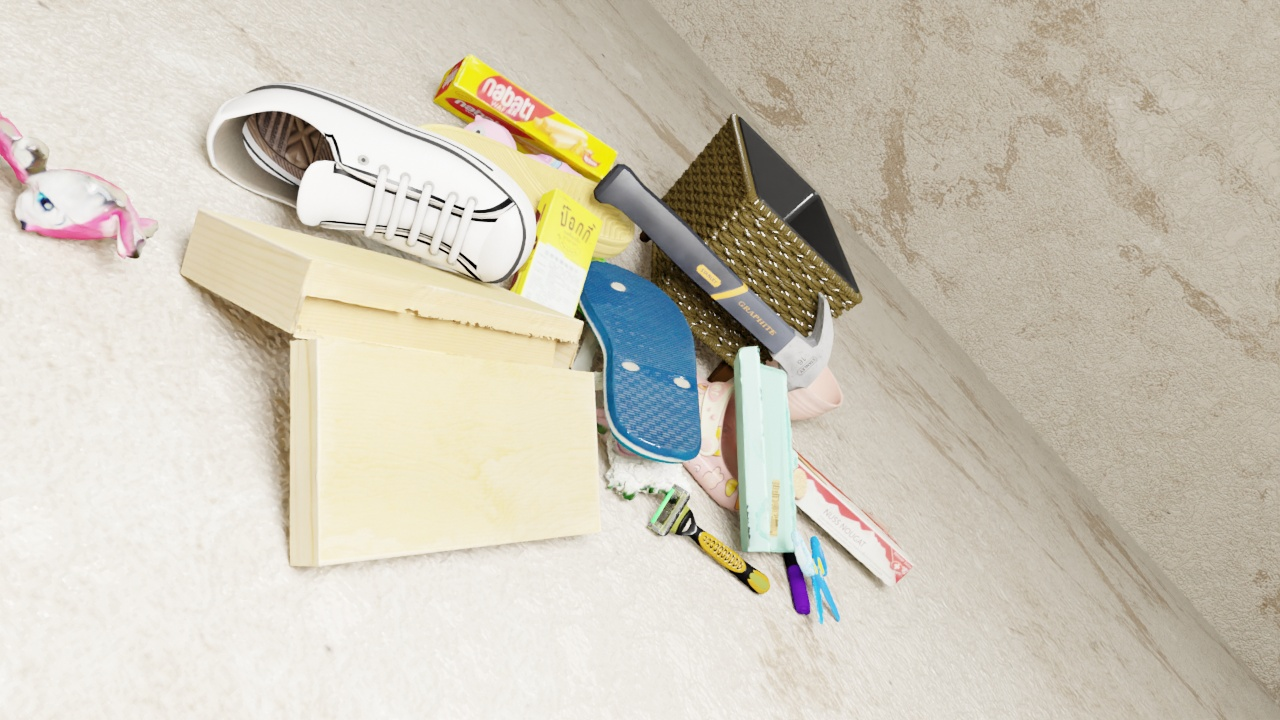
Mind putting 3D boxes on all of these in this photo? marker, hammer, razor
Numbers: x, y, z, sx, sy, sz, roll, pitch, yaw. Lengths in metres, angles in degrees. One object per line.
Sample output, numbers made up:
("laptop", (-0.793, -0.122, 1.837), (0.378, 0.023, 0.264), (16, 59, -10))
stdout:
("marker", (0.152, 0.199, 0.913), (0.018, 0.015, 0.133), (51, 19, -27))
("hammer", (0.074, -0.079, 0.947), (0.312, 0.139, 0.035), (40, 15, -19))
("razor", (0.066, 0.164, 0.800), (0.144, 0.044, 0.021), (41, -18, -24))

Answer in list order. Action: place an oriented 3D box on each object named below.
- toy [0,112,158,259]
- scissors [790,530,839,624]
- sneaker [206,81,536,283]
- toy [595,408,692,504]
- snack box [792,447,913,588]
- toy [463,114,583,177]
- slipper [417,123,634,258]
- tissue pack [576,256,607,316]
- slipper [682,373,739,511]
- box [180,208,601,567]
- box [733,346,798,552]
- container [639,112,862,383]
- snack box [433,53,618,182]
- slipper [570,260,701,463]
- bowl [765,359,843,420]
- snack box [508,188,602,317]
("toy", (-0.321, -0.091, 0.505), (0.102, 0.050, 0.065), (45, -12, -24))
("scissors", (0.171, 0.207, 0.890), (0.127, 0.013, 0.125), (58, 20, -24))
("sneaker", (-0.198, -0.124, 0.661), (0.245, 0.091, 0.097), (27, 30, -2))
("toy", (-0.004, 0.077, 0.805), (0.095, 0.041, 0.109), (18, 30, -48))
("snack box", (0.194, 0.146, 1.020), (0.273, 0.044, 0.076), (41, 8, -16))
("toy", (-0.125, -0.203, 1.007), (0.157, 0.067, 0.123), (43, 20, 2))
("slipper", (-0.121, -0.145, 0.893), (0.263, 0.079, 0.099), (8, 57, -41))
("tissue pack", (-0.055, -0.084, 0.982), (0.099, 0.034, 0.113), (48, 21, 5))
("slipper", (0.064, 0.055, 0.907), (0.197, 0.082, 0.093), (55, 24, 11))
("box", (-0.137, 0.008, 0.607), (0.247, 0.119, 0.252), (8, 50, -55))
("box", (0.116, 0.089, 0.874), (0.138, 0.055, 0.186), (37, 51, -69))
("container", (0.112, -0.132, 1.127), (0.176, 0.205, 0.320), (39, 24, -19))
("snack box", (-0.130, -0.267, 1.045), (0.200, 0.042, 0.092), (29, -9, -26))
("slipper", (-0.005, 0.005, 0.844), (0.118, 0.060, 0.294), (12, 33, -16))
("bowl", (0.181, 0.021, 1.177), (0.153, 0.076, 0.152), (38, 24, -20))
("snack box", (-0.081, -0.078, 0.833), (0.061, 0.026, 0.148), (33, 61, -35))
